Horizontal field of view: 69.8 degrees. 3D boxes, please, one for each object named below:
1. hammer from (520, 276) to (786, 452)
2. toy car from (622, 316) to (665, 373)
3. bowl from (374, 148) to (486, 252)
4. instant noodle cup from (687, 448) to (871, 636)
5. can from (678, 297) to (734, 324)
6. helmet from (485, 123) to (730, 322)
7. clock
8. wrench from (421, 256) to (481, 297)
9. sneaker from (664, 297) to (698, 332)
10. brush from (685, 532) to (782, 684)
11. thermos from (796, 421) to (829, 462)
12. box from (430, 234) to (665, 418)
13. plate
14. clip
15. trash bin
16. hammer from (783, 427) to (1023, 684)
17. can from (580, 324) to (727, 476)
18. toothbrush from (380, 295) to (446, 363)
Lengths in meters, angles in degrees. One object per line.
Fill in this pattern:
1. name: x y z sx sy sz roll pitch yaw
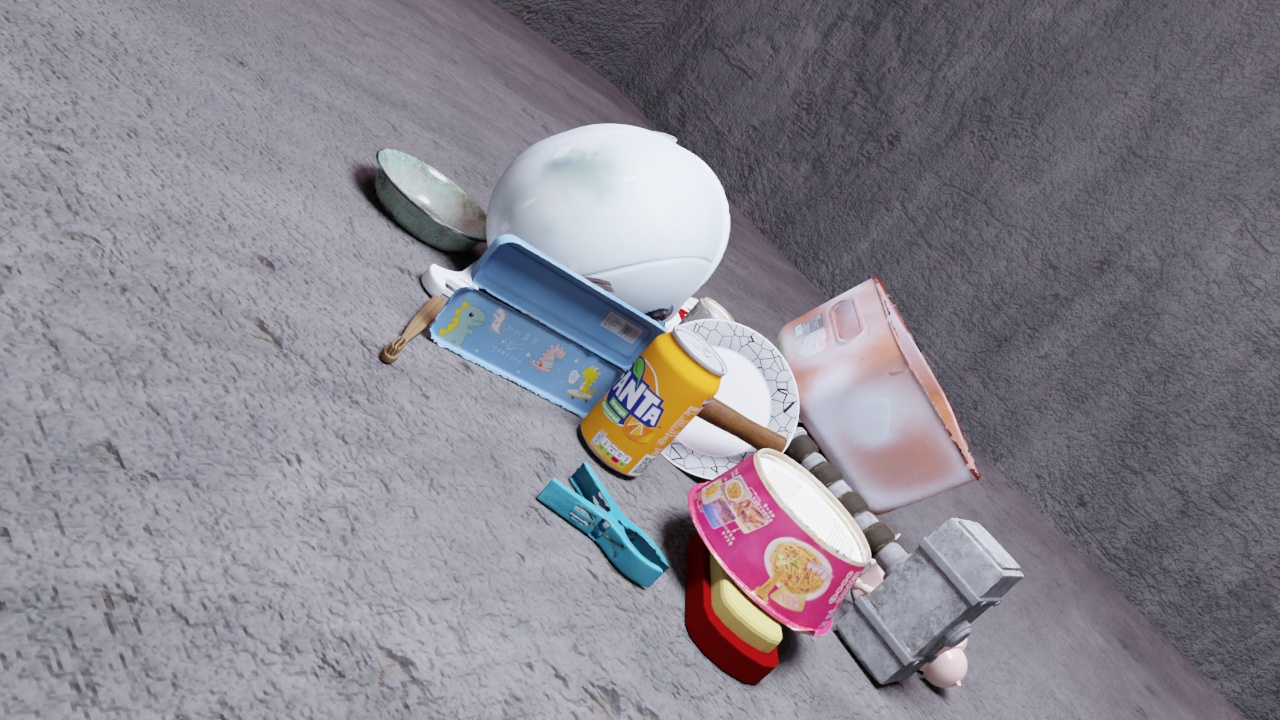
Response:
1. hammer: 0.021 0.020 0.957 0.323 0.115 0.033 30 15 -20
2. toy car: -0.006 0.006 0.984 0.060 0.108 0.027 16 18 -43
3. bowl: -0.239 -0.173 1.038 0.157 0.039 0.157 37 18 -14
4. instant noodle cup: 0.134 0.154 0.836 0.178 0.078 0.178 37 18 -15
5. can: 0.052 -0.012 1.108 0.054 0.136 0.054 37 16 -13
6. helmet: -0.044 -0.151 0.987 0.163 0.264 0.236 21 60 -74
7. clock: 0.319 0.288 1.063 0.160 0.086 0.131 51 19 9
8. wrench: -0.179 -0.099 1.029 0.066 0.018 0.272 39 16 -6
9. sneaker: 0.042 -0.035 1.255 0.236 0.090 0.104 18 37 -57
10. brush: 0.085 0.205 0.812 0.082 0.042 0.173 38 17 -10
11. thermos: 0.200 0.108 1.196 0.084 0.108 0.198 8 0 26
12. box: -0.084 -0.026 0.870 0.209 0.126 0.021 30 22 -33
13. plate: 0.087 0.044 1.041 0.188 0.188 0.016 43 -20 6
14. clip: -0.023 0.138 0.777 0.120 0.027 0.103 45 20 12
15. trash bin: 0.299 0.053 1.175 0.260 0.158 0.181 51 23 -26
16. hammer: 0.233 0.169 0.995 0.079 0.177 0.326 18 28 -51
17. can: 0.012 0.040 0.887 0.079 0.143 0.079 37 18 -14
18. toothbrush: -0.199 -0.032 0.820 0.016 0.016 0.166 37 17 -10
